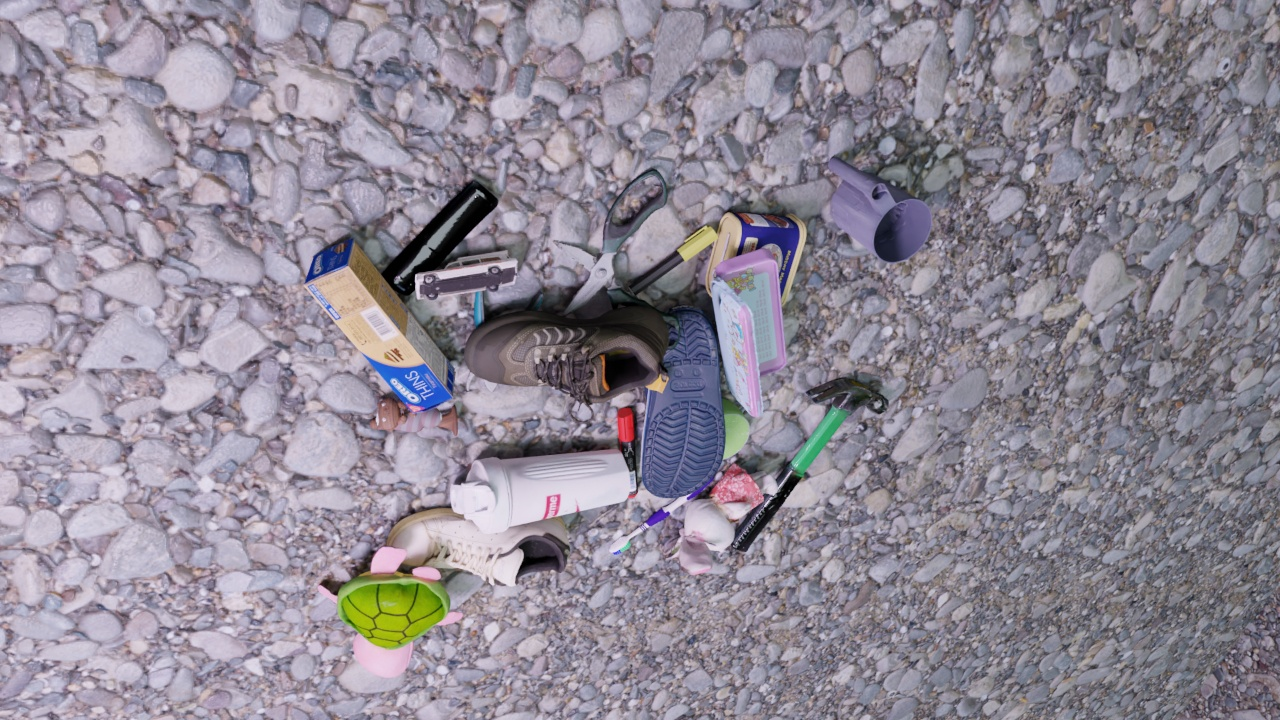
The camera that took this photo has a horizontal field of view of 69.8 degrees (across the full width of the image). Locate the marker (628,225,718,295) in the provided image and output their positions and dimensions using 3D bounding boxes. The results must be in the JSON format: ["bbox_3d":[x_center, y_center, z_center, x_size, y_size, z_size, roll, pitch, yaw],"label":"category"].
[{"bbox_3d":[0.038,-0.121,1.114,0.124,0.017,0.021,-35,95,2],"label":"marker"}]

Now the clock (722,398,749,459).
[{"bbox_3d":[0.101,0.095,1.266,0.119,0.042,0.094,-5,122,-21],"label":"clock"}]

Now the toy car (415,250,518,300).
[{"bbox_3d":[-0.193,-0.096,1.012,0.113,0.039,0.039,-10,151,-18],"label":"toy car"}]

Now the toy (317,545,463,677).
[{"bbox_3d":[-0.321,0.322,1.180,0.190,0.087,0.239,14,129,-17],"label":"toy"}]

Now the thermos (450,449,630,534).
[{"bbox_3d":[-0.125,0.161,1.176,0.220,0.099,0.099,-6,123,-25],"label":"thermos"}]

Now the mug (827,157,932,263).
[{"bbox_3d":[0.284,-0.190,1.125,0.084,0.104,0.124,-43,128,6],"label":"mug"}]

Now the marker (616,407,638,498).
[{"bbox_3d":[-0.017,0.129,1.246,0.023,0.021,0.145,-44,141,-44],"label":"marker"}]

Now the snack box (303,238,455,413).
[{"bbox_3d":[-0.278,-0.032,0.996,0.057,0.056,0.207,-21,129,10],"label":"snack box"}]

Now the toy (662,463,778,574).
[{"bbox_3d":[0.113,0.227,1.322,0.194,0.159,0.084,-42,98,-14],"label":"toy"}]

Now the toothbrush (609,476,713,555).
[{"bbox_3d":[0.032,0.224,1.335,0.186,0.015,0.016,-36,131,0],"label":"toothbrush"}]

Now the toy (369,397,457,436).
[{"bbox_3d":[-0.266,0.066,1.080,0.101,0.041,0.055,-2,155,-15],"label":"toy"}]

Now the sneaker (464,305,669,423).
[{"bbox_3d":[-0.078,0.016,1.032,0.238,0.142,0.101,-6,126,-4],"label":"sneaker"}]

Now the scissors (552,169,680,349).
[{"bbox_3d":[-0.002,-0.107,1.080,0.201,0.015,0.202,37,100,-21],"label":"scissors"}]

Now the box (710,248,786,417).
[{"bbox_3d":[0.140,-0.024,1.115,0.089,0.092,0.214,-17,140,-1],"label":"box"}]

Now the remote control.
[{"bbox_3d":[-0.216,-0.129,0.990,0.152,0.020,0.041,-44,129,9],"label":"remote control"}]

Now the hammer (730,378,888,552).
[{"bbox_3d":[0.234,0.162,1.378,0.130,0.032,0.319,22,110,-34],"label":"hammer"}]

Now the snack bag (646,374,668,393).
[{"bbox_3d":[-0.007,0.007,1.135,0.020,0.099,0.026,-19,134,-55],"label":"snack bag"}]

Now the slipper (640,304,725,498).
[{"bbox_3d":[0.055,0.052,1.185,0.105,0.095,0.253,2,103,-6],"label":"slipper"}]

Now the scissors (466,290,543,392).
[{"bbox_3d":[-0.171,-0.034,1.074,0.156,0.019,0.124,-41,127,3],"label":"scissors"}]

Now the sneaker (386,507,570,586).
[{"bbox_3d":[-0.203,0.253,1.191,0.241,0.102,0.089,1,121,-24],"label":"sneaker"}]

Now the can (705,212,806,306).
[{"bbox_3d":[0.140,-0.125,1.133,0.092,0.056,0.116,0,120,-23],"label":"can"}]
